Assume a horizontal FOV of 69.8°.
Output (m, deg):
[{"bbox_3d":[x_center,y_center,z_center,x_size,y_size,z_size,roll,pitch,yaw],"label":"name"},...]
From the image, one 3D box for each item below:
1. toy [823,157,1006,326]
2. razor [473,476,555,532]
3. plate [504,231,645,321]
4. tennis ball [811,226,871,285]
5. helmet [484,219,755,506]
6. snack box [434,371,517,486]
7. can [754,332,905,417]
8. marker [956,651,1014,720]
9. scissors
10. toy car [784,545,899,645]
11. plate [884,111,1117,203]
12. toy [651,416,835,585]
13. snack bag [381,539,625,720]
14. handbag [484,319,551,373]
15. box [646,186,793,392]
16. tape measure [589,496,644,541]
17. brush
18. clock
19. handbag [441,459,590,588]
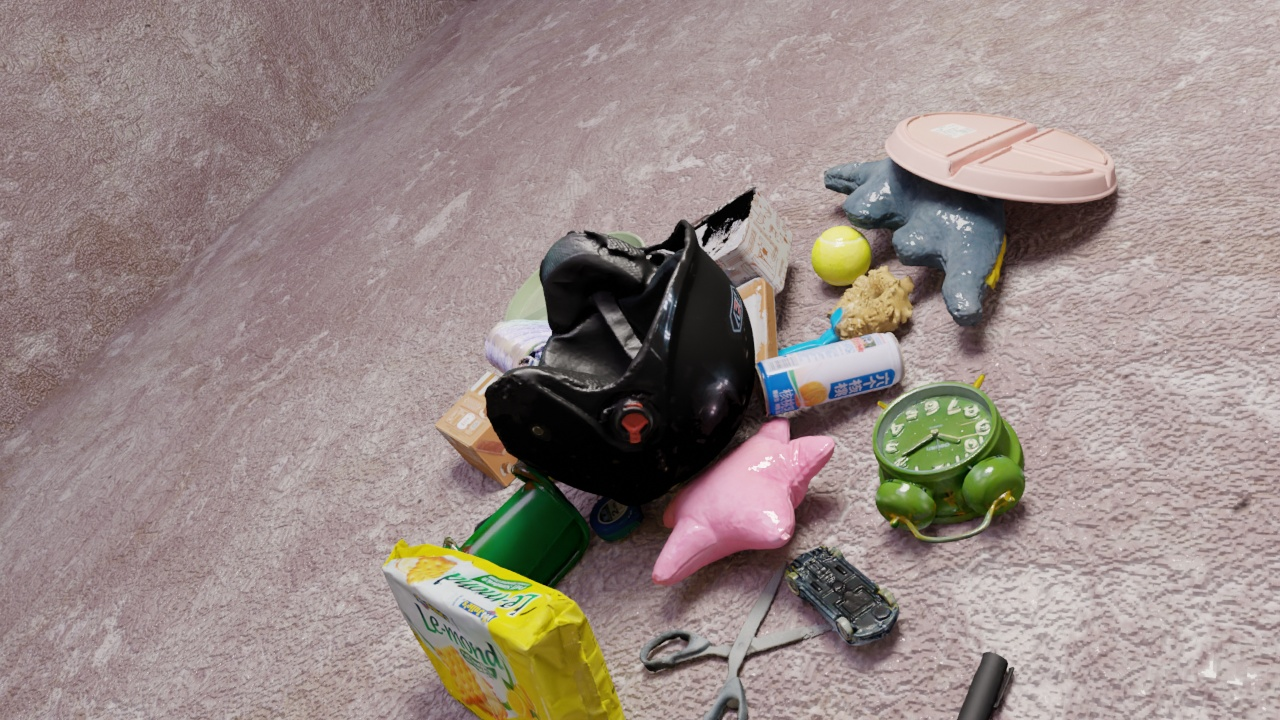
[{"bbox_3d":[0.300,-0.154,0.965,0.138,0.091,0.356,-28,35,2],"label":"toy"},{"bbox_3d":[-0.127,0.146,1.013,0.142,0.022,0.042,-42,78,-7],"label":"razor"},{"bbox_3d":[-0.089,-0.099,1.290,0.230,0.027,0.229,-22,35,17],"label":"plate"},{"bbox_3d":[0.221,-0.115,1.009,0.065,0.065,0.065,-23,34,16],"label":"tennis ball"},{"bbox_3d":[-0.005,0.005,0.841,0.276,0.230,0.232,-38,25,35],"label":"helmet"},{"bbox_3d":[-0.169,0.080,1.082,0.094,0.077,0.093,-47,36,-19],"label":"snack box"},{"bbox_3d":[0.176,0.012,0.865,0.134,0.053,0.053,-14,34,0],"label":"can"},{"bbox_3d":[0.210,0.250,0.593,0.022,0.020,0.131,25,59,20],"label":"marker"},{"bbox_3d":[0.077,0.231,0.739,0.160,0.014,0.176,4,45,39],"label":"scissors"},{"bbox_3d":[0.156,0.183,0.709,0.049,0.031,0.105,-30,30,-14],"label":"toy car"},{"bbox_3d":[0.369,-0.214,0.940,0.229,0.028,0.229,3,31,-2],"label":"plate"},{"bbox_3d":[0.084,0.127,0.797,0.194,0.074,0.178,-40,15,-3],"label":"toy"},{"bbox_3d":[-0.113,0.240,0.763,0.247,0.158,0.068,9,35,46],"label":"snack bag"},{"bbox_3d":[-0.097,-0.002,1.061,0.134,0.075,0.194,3,6,-21],"label":"handbag"},{"bbox_3d":[0.071,-0.057,1.014,0.178,0.088,0.261,-27,30,35],"label":"box"},{"bbox_3d":[-0.023,0.153,0.910,0.054,0.025,0.058,-33,29,4],"label":"tape measure"},{"bbox_3d":[0.168,-0.017,0.952,0.255,0.046,0.083,-29,34,16],"label":"brush"},{"bbox_3d":[0.246,0.083,0.742,0.116,0.056,0.160,-19,36,24],"label":"clock"},{"bbox_3d":[-0.121,0.171,0.885,0.131,0.120,0.068,-44,40,-19],"label":"handbag"}]
